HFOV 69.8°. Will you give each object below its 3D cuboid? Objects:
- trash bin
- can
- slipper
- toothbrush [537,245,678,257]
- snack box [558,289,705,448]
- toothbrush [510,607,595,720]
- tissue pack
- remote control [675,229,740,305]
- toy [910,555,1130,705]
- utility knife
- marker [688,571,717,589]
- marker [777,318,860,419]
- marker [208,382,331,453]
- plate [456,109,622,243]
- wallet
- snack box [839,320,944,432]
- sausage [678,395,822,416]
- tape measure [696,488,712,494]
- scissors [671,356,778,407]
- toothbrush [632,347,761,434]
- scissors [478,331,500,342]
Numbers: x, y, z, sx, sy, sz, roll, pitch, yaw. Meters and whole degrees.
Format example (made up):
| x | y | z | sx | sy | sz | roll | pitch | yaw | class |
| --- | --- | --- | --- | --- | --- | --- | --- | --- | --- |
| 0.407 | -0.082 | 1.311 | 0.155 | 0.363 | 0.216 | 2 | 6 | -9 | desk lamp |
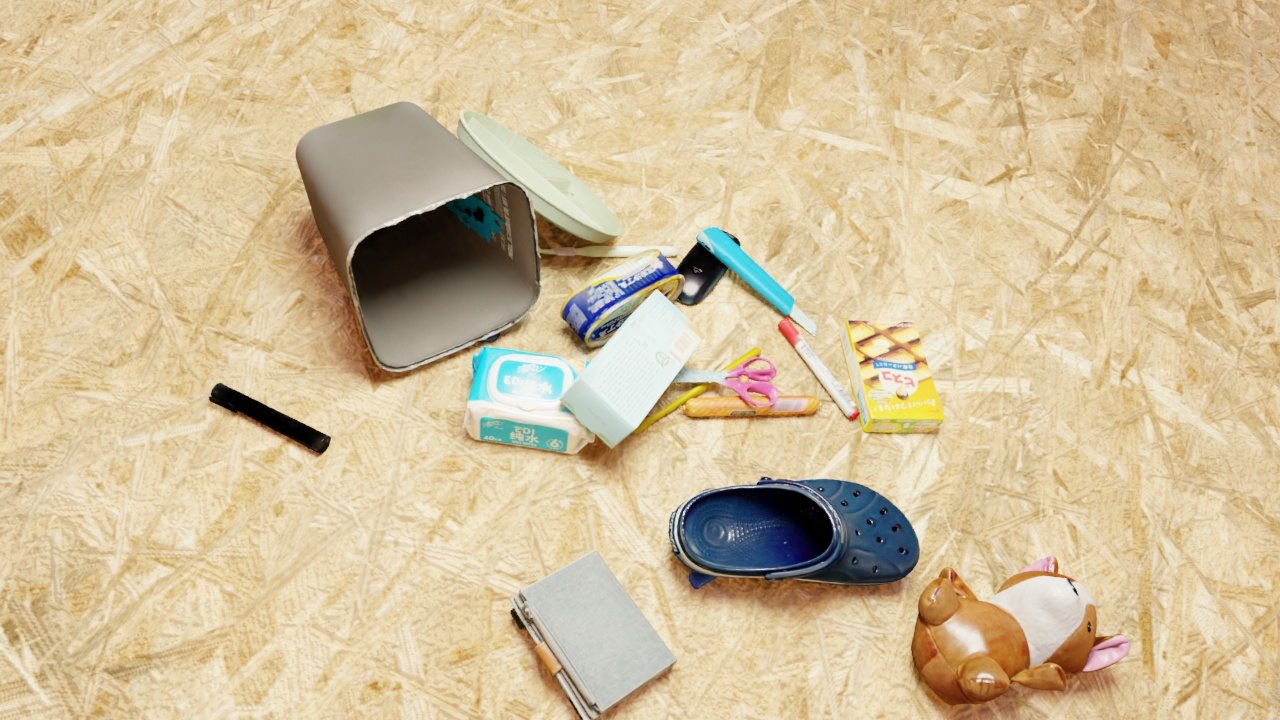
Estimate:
| x | y | z | sx | sy | sz | roll | pitch | yaw | class |
| --- | --- | --- | --- | --- | --- | --- | --- | --- | --- |
| -0.243 | -0.145 | 0.975 | 0.198 | 0.199 | 0.219 | -25 | 53 | -22 | trash bin |
| -0.018 | -0.071 | 1.038 | 0.147 | 0.075 | 0.049 | -31 | 68 | -28 | can |
| 0.154 | 0.158 | 0.874 | 0.252 | 0.095 | 0.105 | 4 | 72 | -13 | slipper |
| -0.046 | -0.135 | 1.114 | 0.189 | 0.029 | 0.020 | 0 | 96 | -11 | toothbrush |
| -0.006 | 0.006 | 0.947 | 0.074 | 0.052 | 0.174 | 43 | 46 | -4 | snack box |
| -0.062 | 0.292 | 0.803 | 0.186 | 0.012 | 0.017 | 52 | 23 | 24 | toothbrush |
| -0.111 | 0.038 | 0.949 | 0.140 | 0.063 | 0.089 | 9 | 54 | -3 | tissue pack |
| 0.080 | -0.120 | 1.121 | 0.053 | 0.024 | 0.136 | 30 | 55 | 10 | remote control |
| 0.351 | 0.245 | 0.854 | 0.199 | 0.131 | 0.140 | -3 | 49 | -24 | toy |
| 0.144 | -0.095 | 1.104 | 0.185 | 0.018 | 0.034 | 42 | 52 | 5 | utility knife |
| 0.111 | 0.187 | 0.910 | 0.145 | 0.017 | 0.017 | -23 | 61 | -24 | marker |
| 0.204 | 0.009 | 1.055 | 0.017 | 0.017 | 0.145 | -21 | 61 | -23 | marker |
| -0.370 | 0.057 | 0.916 | 0.132 | 0.020 | 0.022 | 25 | 43 | 8 | marker |
| -0.119 | -0.211 | 1.069 | 0.230 | 0.027 | 0.230 | 35 | 16 | -12 | plate |
| -0.045 | 0.247 | 0.828 | 0.106 | 0.037 | 0.129 | -22 | 61 | -36 | wallet |
| 0.287 | 0.017 | 1.055 | 0.087 | 0.034 | 0.140 | 1 | 56 | -8 | snack box |
| 0.122 | 0.050 | 1.008 | 0.165 | 0.021 | 0.021 | 0 | 55 | -10 | sausage |
| 0.073 | 0.157 | 0.920 | 0.058 | 0.025 | 0.054 | 30 | 53 | 2 | tape measure |
| 0.087 | 0.012 | 1.014 | 0.137 | 0.017 | 0.076 | 12 | 51 | 8 | scissors |
| 0.062 | 0.030 | 1.015 | 0.189 | 0.016 | 0.016 | -30 | 58 | -27 | toothbrush |
| -0.216 | -0.079 | 1.048 | 0.176 | 0.012 | 0.162 | 41 | 59 | 20 | scissors |
